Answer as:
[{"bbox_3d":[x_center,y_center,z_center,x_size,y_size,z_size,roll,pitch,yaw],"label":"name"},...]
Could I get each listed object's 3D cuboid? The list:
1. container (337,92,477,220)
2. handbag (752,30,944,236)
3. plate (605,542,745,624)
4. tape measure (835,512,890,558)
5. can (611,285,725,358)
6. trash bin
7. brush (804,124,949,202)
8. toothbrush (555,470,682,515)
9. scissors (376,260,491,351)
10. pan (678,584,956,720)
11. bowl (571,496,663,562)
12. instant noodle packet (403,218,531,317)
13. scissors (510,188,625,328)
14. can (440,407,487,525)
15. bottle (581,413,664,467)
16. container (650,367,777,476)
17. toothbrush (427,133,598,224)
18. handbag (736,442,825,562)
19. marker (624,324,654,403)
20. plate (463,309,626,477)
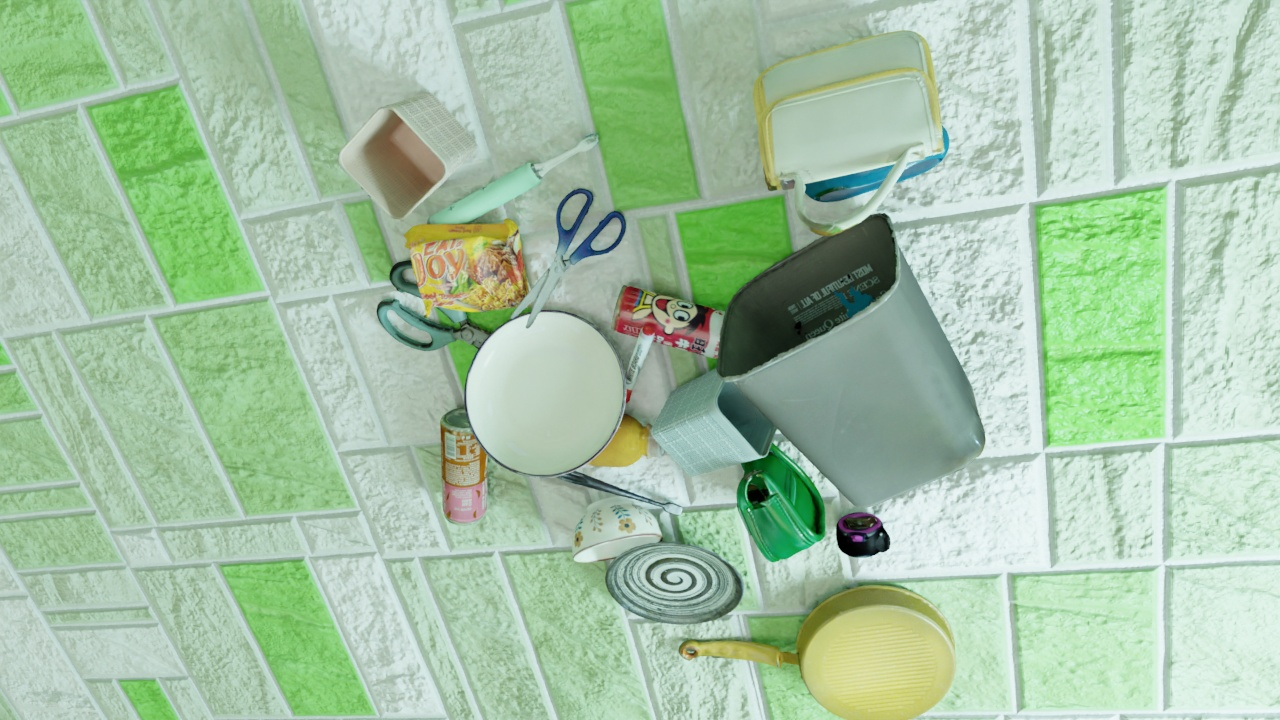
[{"bbox_3d":[-0.235,-0.217,0.954,0.090,0.110,0.090,-37,103,26],"label":"container"},{"bbox_3d":[0.189,-0.202,0.831,0.163,0.178,0.063,-10,157,18],"label":"handbag"},{"bbox_3d":[0.043,0.282,1.176,0.179,0.024,0.180,4,132,4],"label":"plate"},{"bbox_3d":[0.260,0.204,1.083,0.058,0.057,0.039,-9,109,1],"label":"tape measure"},{"bbox_3d":[0.038,-0.041,1.013,0.133,0.053,0.053,15,119,5],"label":"can"},{"bbox_3d":[0.220,0.007,0.927,0.199,0.198,0.220,-30,114,26],"label":"trash bin"},{"bbox_3d":[0.224,-0.191,0.882,0.144,0.073,0.055,-16,108,20],"label":"brush"},{"bbox_3d":[-0.029,0.158,1.116,0.181,0.018,0.015,21,95,-22],"label":"toothbrush"},{"bbox_3d":[-0.225,-0.057,1.086,0.180,0.019,0.143,19,119,5],"label":"scissors"},{"bbox_3d":[0.223,0.381,1.190,0.358,0.078,0.198,-9,111,10],"label":"pan"},{"bbox_3d":[-0.034,0.206,1.140,0.114,0.113,0.062,-25,65,23],"label":"bowl"},{"bbox_3d":[-0.194,-0.102,1.028,0.128,0.044,0.111,-4,122,3],"label":"instant noodle packet"},{"bbox_3d":[-0.078,-0.103,1.012,0.132,0.012,0.173,7,106,2],"label":"scissors"},{"bbox_3d":[-0.223,0.134,1.160,0.058,0.057,0.147,10,118,8],"label":"can"},{"bbox_3d":[-0.065,0.094,1.097,0.190,0.067,0.068,1,116,12],"label":"bottle"},{"bbox_3d":[0.083,0.068,1.027,0.112,0.089,0.090,-27,113,41],"label":"container"},{"bbox_3d":[-0.140,-0.190,0.994,0.225,0.027,0.026,-23,123,23],"label":"toothbrush"},{"bbox_3d":[0.154,0.155,1.042,0.068,0.131,0.120,-28,104,20],"label":"handbag"},{"bbox_3d":[-0.006,0.006,1.034,0.017,0.017,0.146,22,145,1],"label":"marker"},{"bbox_3d":[-0.107,0.039,1.057,0.192,0.039,0.192,-2,82,12],"label":"plate"}]
